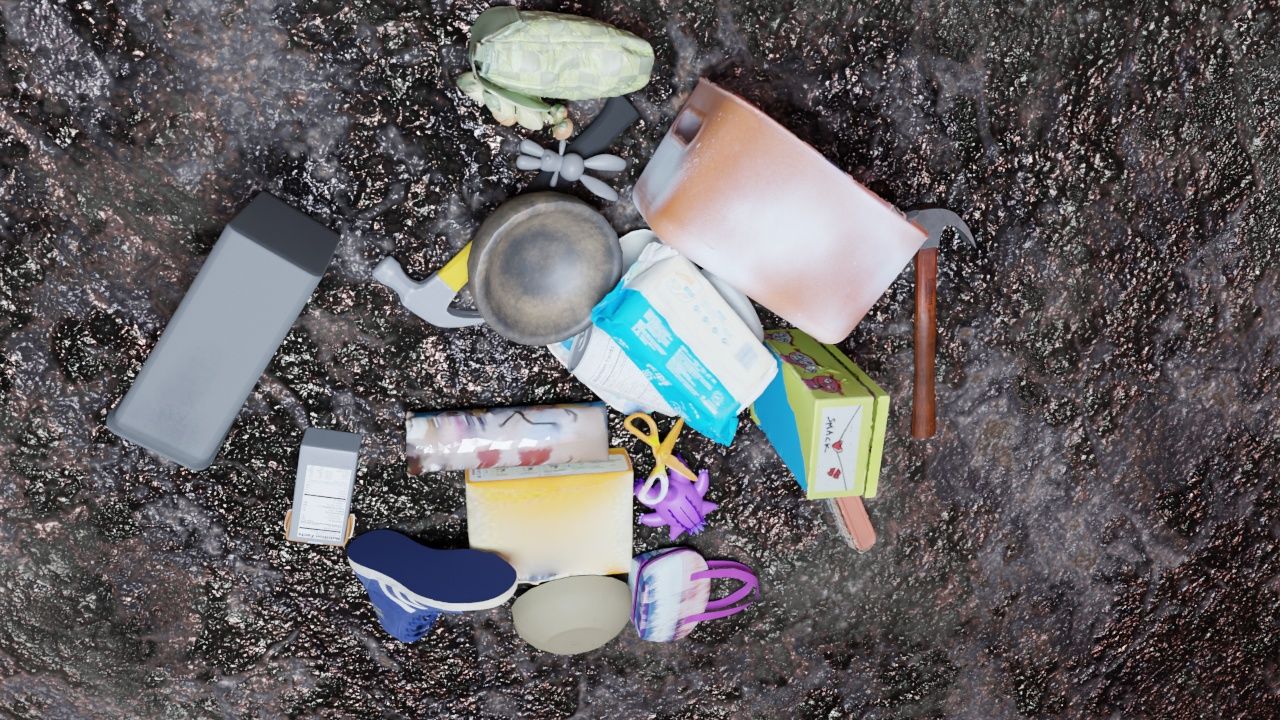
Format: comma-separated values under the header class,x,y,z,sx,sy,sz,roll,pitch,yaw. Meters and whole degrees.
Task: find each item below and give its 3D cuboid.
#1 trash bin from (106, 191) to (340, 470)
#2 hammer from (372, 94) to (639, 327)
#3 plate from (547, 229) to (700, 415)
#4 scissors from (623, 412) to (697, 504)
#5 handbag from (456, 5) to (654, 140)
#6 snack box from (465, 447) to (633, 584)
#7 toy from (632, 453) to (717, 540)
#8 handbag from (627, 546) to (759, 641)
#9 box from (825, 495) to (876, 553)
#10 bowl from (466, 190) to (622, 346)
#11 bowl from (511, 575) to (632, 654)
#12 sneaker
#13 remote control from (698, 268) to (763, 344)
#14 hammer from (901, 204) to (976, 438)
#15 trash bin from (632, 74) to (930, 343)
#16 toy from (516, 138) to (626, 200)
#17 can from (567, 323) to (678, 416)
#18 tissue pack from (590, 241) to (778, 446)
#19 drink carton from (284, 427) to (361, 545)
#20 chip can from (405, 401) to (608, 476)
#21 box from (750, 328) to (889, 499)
class,x,y,z,sx,sy,sz,roll,pitch,yaw
trash bin,-0.396,-0.036,0.892,0.097,0.191,0.220,32,101,-21
hammer,-0.128,-0.160,0.981,0.324,0.029,0.127,-42,113,7
plate,-0.001,-0.042,1.057,0.187,0.016,0.187,-44,113,8
scissors,0.023,0.113,1.087,0.125,0.011,0.129,38,60,-24
handbag,-0.084,-0.277,0.896,0.186,0.113,0.117,3,119,-12
snack box,-0.107,0.191,1.097,0.195,0.080,0.145,-3,113,-9
toy,0.046,0.175,1.133,0.106,0.056,0.088,-37,114,1
handbag,0.072,0.300,1.192,0.169,0.068,0.145,-1,113,-17
box,0.257,0.168,1.175,0.060,0.057,0.187,-13,117,30
bowl,-0.104,-0.101,0.952,0.162,0.070,0.162,-14,125,-21
bowl,-0.081,0.324,1.136,0.152,0.050,0.153,-8,143,-6
sneaker,-0.235,0.282,1.063,0.233,0.091,0.118,7,121,27
remote control,0.094,-0.054,1.032,0.060,0.028,0.114,-20,122,28
hammer,0.347,-0.041,1.117,0.111,0.028,0.301,-9,114,-6
trash bin,0.133,-0.152,0.950,0.259,0.181,0.157,30,105,-21
toy,-0.071,-0.200,0.946,0.111,0.030,0.049,13,93,-11
can,-0.006,0.006,1.022,0.136,0.078,0.078,22,106,-18
tissue pack,0.052,-0.016,0.967,0.209,0.066,0.116,46,71,-14
drink carton,-0.361,0.145,1.049,0.076,0.048,0.125,10,110,-14
chip can,-0.151,0.088,1.049,0.229,0.079,0.080,-3,112,-10
box,0.190,0.050,1.022,0.082,0.221,0.124,-2,110,-8
